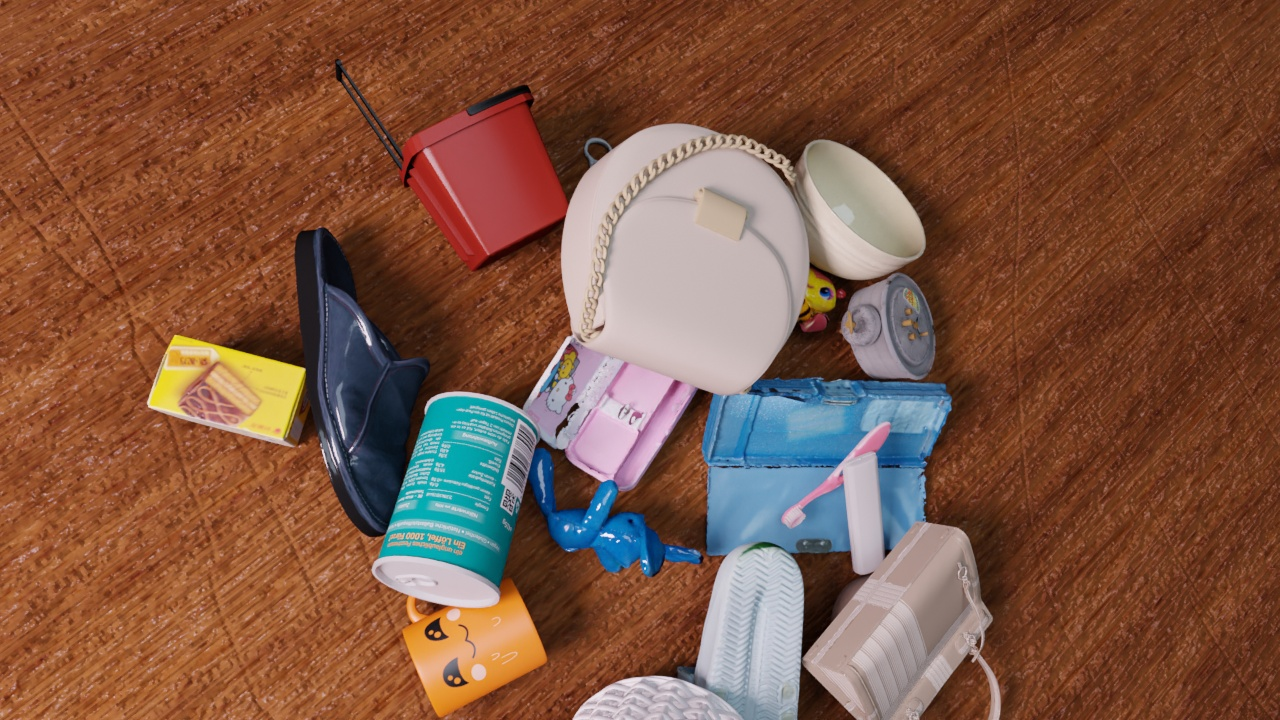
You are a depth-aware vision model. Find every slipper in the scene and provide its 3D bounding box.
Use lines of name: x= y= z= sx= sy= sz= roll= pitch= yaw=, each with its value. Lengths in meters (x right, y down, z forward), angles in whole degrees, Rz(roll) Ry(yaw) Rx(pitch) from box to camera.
slipper: x=-0.220 y=0.010 z=0.764 sx=0.083 sy=0.109 sz=0.265 roll=-13 pitch=79 yaw=0
slipper: x=0.084 y=0.274 z=0.806 sx=0.104 sy=0.074 sz=0.245 roll=7 pitch=95 yaw=-20

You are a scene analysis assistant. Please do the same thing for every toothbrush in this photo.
toothbrush: x=0.182 y=0.106 z=0.844 sx=0.135 sy=0.016 sz=0.021 roll=-44 pitch=122 yaw=4

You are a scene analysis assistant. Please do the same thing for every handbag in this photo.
handbag: x=0.038 y=-0.088 z=0.785 sx=0.210 sy=0.104 sz=0.208 roll=20 pitch=74 yaw=-24
handbag: x=0.265 y=0.280 z=0.832 sx=0.175 sy=0.062 sz=0.198 roll=-42 pitch=107 yaw=-23

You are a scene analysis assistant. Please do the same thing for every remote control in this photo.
remote control: x=0.210 y=0.145 z=0.857 sx=0.033 sy=0.012 sz=0.131 roll=-19 pitch=119 yaw=-13

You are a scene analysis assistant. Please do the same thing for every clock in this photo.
clock: x=0.236 y=-0.031 z=0.879 sx=0.147 sy=0.056 sz=0.104 roll=4 pitch=77 yaw=-46

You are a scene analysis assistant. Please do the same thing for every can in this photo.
can: x=-0.145 y=0.112 z=0.740 sx=0.099 sy=0.099 sz=0.143 roll=17 pitch=58 yaw=-10

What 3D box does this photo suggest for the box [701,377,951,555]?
box: x=0.172 y=0.097 z=0.877 sx=0.231 sy=0.060 sz=0.175 roll=3 pitch=105 yaw=-13

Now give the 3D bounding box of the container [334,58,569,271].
container: x=-0.156 y=-0.188 z=0.798 sx=0.127 sy=0.148 sz=0.201 roll=-30 pitch=97 yaw=-16

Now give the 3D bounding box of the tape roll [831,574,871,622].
tape roll: x=0.230 y=0.251 z=0.869 sx=0.093 sy=0.030 sz=0.093 roll=2 pitch=79 yaw=-13

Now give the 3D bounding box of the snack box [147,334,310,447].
snack box: x=-0.330 y=0.027 z=0.751 sx=0.105 sy=0.084 sz=0.061 roll=16 pitch=77 yaw=-11

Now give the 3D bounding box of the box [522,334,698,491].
box: x=-0.008 y=0.003 z=0.821 sx=0.111 sy=0.101 sz=0.201 roll=28 pitch=73 yaw=19

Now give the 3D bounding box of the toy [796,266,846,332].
toy: x=0.156 y=-0.067 z=0.893 sx=0.103 sy=0.046 sz=0.084 roll=-11 pitch=77 yaw=-49

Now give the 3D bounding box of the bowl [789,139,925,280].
bowl: x=0.196 y=-0.134 z=0.895 sx=0.150 sy=0.076 sz=0.150 roll=22 pitch=43 yaw=-23

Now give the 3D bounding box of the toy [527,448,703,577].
toy: x=-0.031 y=0.142 z=0.791 sx=0.176 sy=0.113 sz=0.071 roll=28 pitch=77 yaw=10

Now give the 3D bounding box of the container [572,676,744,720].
container: x=-0.002 y=0.360 z=0.678 sx=0.189 sy=0.186 sz=0.189 roll=2 pitch=97 yaw=14

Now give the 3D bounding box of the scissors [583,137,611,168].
scissors: x=0.006 y=-0.175 z=0.902 sx=0.153 sy=0.014 sz=0.130 roll=16 pitch=76 yaw=-7

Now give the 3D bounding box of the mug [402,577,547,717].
mug: x=-0.145 y=0.222 z=0.767 sx=0.095 sy=0.078 sz=0.112 roll=-24 pitch=67 yaw=-16
